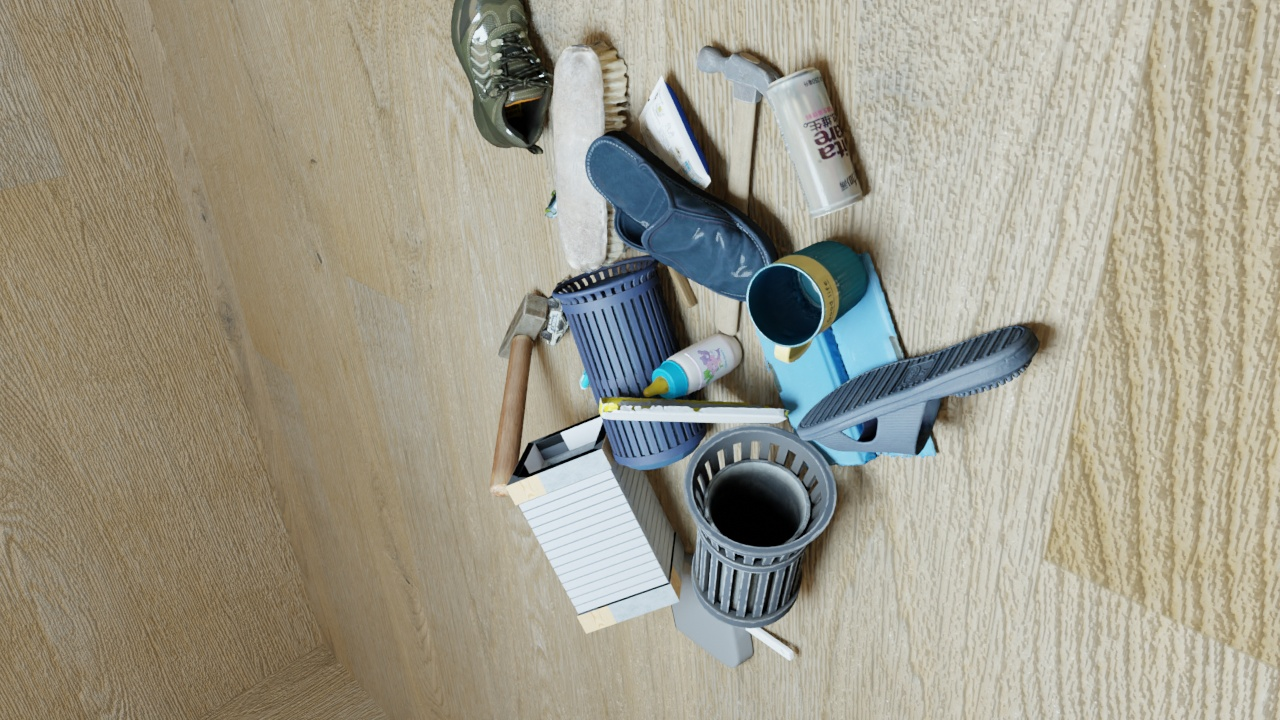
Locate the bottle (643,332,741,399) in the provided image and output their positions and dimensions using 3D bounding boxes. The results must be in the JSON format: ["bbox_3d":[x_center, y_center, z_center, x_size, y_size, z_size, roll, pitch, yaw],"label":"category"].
[{"bbox_3d":[0.058,0.012,1.087,0.051,0.145,0.051,30,133,38],"label":"bottle"}]

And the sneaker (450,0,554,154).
[{"bbox_3d":[-0.163,-0.364,1.146,0.143,0.100,0.238,40,145,44],"label":"sneaker"}]

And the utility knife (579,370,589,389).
[{"bbox_3d":[-0.070,0.003,1.356,0.117,0.015,0.022,115,150,-46],"label":"utility knife"}]

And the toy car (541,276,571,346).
[{"bbox_3d":[-0.115,-0.069,1.339,0.040,0.048,0.113,18,134,4],"label":"toy car"}]

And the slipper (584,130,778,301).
[{"bbox_3d":[0.027,-0.145,1.002,0.265,0.083,0.109,40,138,12],"label":"slipper"}]

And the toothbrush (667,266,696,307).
[{"bbox_3d":[0.030,-0.142,1.134,0.016,0.016,0.167,-20,95,55],"label":"toothbrush"}]

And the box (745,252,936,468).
[{"bbox_3d":[0.212,0.005,0.994,0.175,0.033,0.231,-12,102,50],"label":"box"}]

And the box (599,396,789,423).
[{"bbox_3d":[0.057,0.058,1.061,0.129,0.209,0.034,160,113,-84],"label":"box"}]

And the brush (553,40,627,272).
[{"bbox_3d":[-0.062,-0.243,1.112,0.083,0.056,0.271,13,114,35],"label":"brush"}]

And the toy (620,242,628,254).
[{"bbox_3d":[-0.041,-0.172,1.185,0.126,0.037,0.076,2,110,44],"label":"toy"}]

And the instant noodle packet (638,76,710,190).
[{"bbox_3d":[0.036,-0.239,1.035,0.134,0.026,0.087,67,157,10],"label":"instant noodle packet"}]

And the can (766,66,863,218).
[{"bbox_3d":[0.168,-0.210,0.885,0.054,0.054,0.135,-11,103,54],"label":"can"}]

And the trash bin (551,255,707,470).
[{"bbox_3d":[-0.007,0.007,1.176,0.139,0.139,0.249,2,115,51],"label":"trash bin"}]

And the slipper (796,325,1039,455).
[{"bbox_3d":[0.266,0.048,0.882,0.264,0.101,0.082,-26,99,44],"label":"slipper"}]

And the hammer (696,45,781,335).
[{"bbox_3d":[0.104,-0.170,1.014,0.119,0.030,0.332,32,134,36],"label":"hammer"}]

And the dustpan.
[{"bbox_3d":[0.125,0.378,1.346,0.258,0.033,0.163,22,129,54],"label":"dustpan"}]

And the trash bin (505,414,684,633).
[{"bbox_3d":[-0.056,0.225,1.294,0.143,0.142,0.247,-22,105,13],"label":"trash bin"}]

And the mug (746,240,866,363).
[{"bbox_3d":[0.163,-0.055,0.911,0.083,0.107,0.114,24,122,26],"label":"mug"}]

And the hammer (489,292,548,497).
[{"bbox_3d":[-0.191,0.064,1.369,0.158,0.037,0.300,129,151,-53],"label":"hammer"}]

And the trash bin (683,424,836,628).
[{"bbox_3d":[0.132,0.209,1.090,0.164,0.164,0.228,40,152,28],"label":"trash bin"}]

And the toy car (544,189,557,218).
[{"bbox_3d":[-0.103,-0.221,1.234,0.027,0.038,0.090,24,149,-17],"label":"toy car"}]
